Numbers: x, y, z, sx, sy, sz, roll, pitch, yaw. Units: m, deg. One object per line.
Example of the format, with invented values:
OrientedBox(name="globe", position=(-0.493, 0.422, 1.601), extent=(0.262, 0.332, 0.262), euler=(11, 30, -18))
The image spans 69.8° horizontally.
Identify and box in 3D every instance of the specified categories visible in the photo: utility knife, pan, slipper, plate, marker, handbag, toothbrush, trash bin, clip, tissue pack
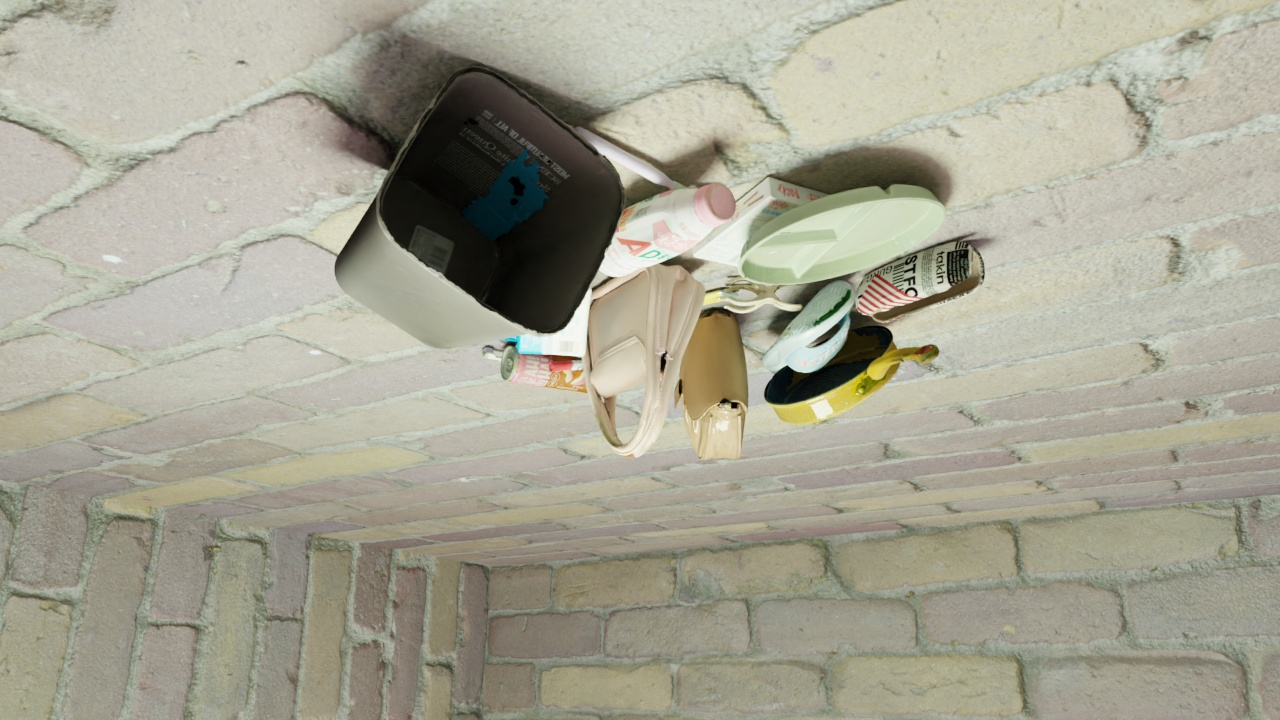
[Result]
OrientedBox(name="utility knife", position=(0.052, -0.075, 1.261), extent=(0.177, 0.019, 0.031), euler=(-8, 155, 34))
OrientedBox(name="pan", position=(0.287, 0.010, 1.209), extent=(0.197, 0.078, 0.358), euler=(-36, -166, -14))
OrientedBox(name="slipper", position=(0.230, -0.026, 1.244), extent=(0.074, 0.104, 0.246), euler=(42, 163, 5))
OrientedBox(name="plate", position=(0.216, -0.136, 1.005), extent=(0.230, 0.027, 0.230), euler=(-11, 167, -3))
OrientedBox(name="marker", position=(-0.076, 0.006, 1.424), extent=(0.145, 0.017, 0.017), euler=(-3, 165, -33))
OrientedBox(name="handbag", position=(-0.007, 0.007, 1.156), extent=(0.093, 0.233, 0.194), euler=(15, 156, -27))
OrientedBox(name="handbag", position=(0.099, 0.034, 1.289), extent=(0.100, 0.204, 0.148), euler=(-1, 144, -2))
OrientedBox(name="toothbrush", position=(-0.160, 0.003, 1.461), extent=(0.189, 0.020, 0.029), euler=(10, -172, -28))
OrientedBox(name="toothbrush", position=(0.009, -0.194, 0.925), extent=(0.189, 0.021, 0.029), euler=(18, -175, -38))
OrientedBox(name="trash bin", position=(-0.166, -0.121, 0.868), extent=(0.199, 0.198, 0.220), euler=(35, 154, -24))
OrientedBox(name="clip", position=(0.157, -0.075, 1.185), extent=(0.103, 0.076, 0.034), euler=(11, 160, 4))
OrientedBox(name="tissue pack", position=(-0.110, -0.066, 1.158), extent=(0.090, 0.063, 0.140), euler=(3, 130, -7))

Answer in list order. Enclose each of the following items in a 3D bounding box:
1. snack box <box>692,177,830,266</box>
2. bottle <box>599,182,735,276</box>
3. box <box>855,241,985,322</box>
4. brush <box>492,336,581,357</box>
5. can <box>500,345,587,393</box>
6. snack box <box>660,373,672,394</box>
OrientedBox(name="snack box", position=(0.134, -0.150, 1.030), extent=(0.084, 0.026, 0.157), euler=(10, 157, -27))
OrientedBox(name="bottle", position=(0.022, -0.140, 0.965), extent=(0.068, 0.068, 0.197), euler=(14, 164, -34))
OrientedBox(name="box", position=(0.347, -0.095, 1.131), extent=(0.076, 0.075, 0.164), euler=(23, 149, -33))
OrientedBox(name="brush", position=(-0.107, -0.022, 1.376), extent=(0.254, 0.045, 0.083), euler=(7, 163, -8))
OrientedBox(name="can", position=(-0.140, 0.014, 1.428), extent=(0.147, 0.057, 0.058), euler=(10, 158, -30))
OrientedBox(name="snack box", position=(0.023, -0.003, 1.341), extent=(0.027, 0.077, 0.156), euler=(-4, 164, 9))
